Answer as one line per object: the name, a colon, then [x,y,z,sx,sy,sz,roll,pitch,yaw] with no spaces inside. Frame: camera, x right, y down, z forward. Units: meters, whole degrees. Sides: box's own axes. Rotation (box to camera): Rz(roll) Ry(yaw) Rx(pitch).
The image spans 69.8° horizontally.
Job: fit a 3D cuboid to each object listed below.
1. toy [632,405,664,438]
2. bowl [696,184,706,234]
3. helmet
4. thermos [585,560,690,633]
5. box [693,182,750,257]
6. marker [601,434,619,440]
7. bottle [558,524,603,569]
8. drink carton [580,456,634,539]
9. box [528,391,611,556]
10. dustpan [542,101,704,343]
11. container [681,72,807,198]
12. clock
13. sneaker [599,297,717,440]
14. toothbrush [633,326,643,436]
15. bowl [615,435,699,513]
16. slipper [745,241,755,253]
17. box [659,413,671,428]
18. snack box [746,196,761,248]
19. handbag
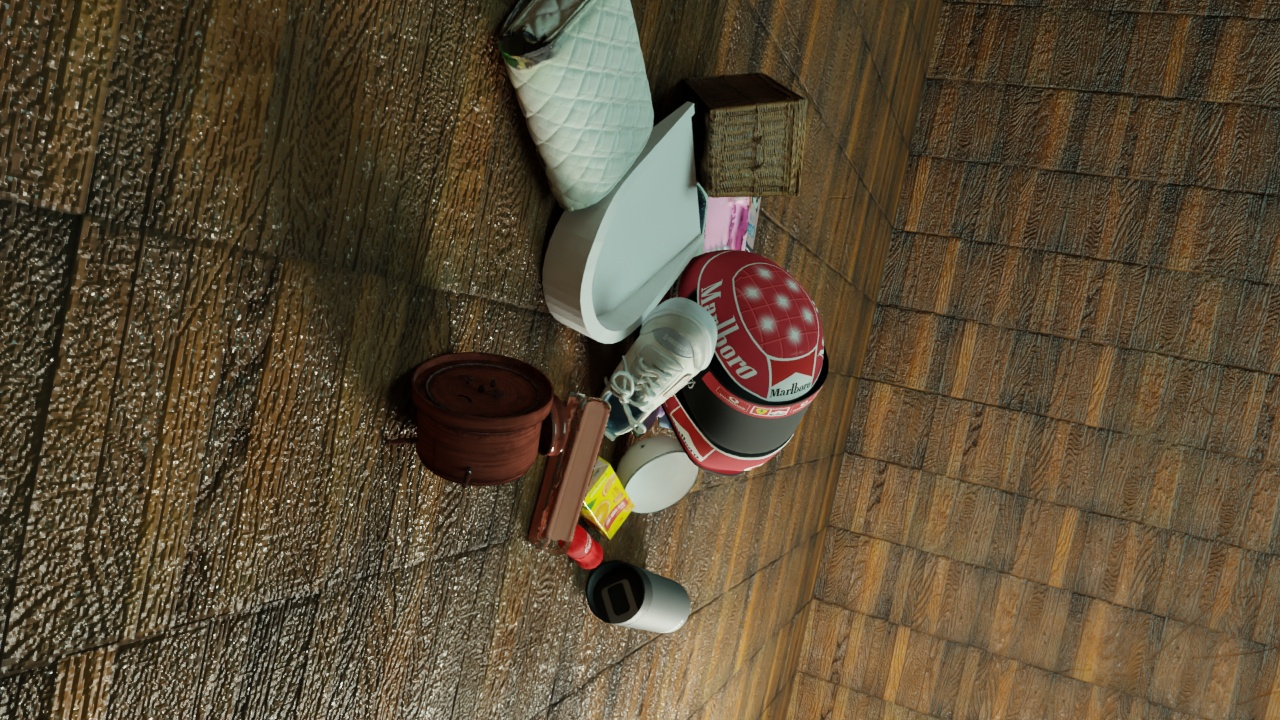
toy: [0.015,0.060,1.253,0.080,0.036,0.099,80,30,-44]
bowl: [0.030,-0.170,1.125,0.110,0.055,0.110,-36,141,-37]
helmet: [0.125,-0.011,1.154,0.197,0.270,0.225,-12,162,-30]
thermos: [0.001,0.342,1.313,0.240,0.082,0.082,47,59,-64]
box: [0.079,-0.145,1.252,0.159,0.035,0.231,-21,130,-33]
marker: [-0.045,0.092,1.151,0.123,0.017,0.021,-23,122,-62]
bottle: [-0.078,0.221,1.115,0.119,0.036,0.036,62,46,-58]
drink carton: [-0.053,0.167,1.130,0.058,0.043,0.135,-52,151,-17]
box: [-0.091,0.127,1.048,0.056,0.064,0.188,21,84,-31]
dustpan: [0.002,-0.132,1.004,0.257,0.053,0.192,-43,144,-30]
container: [0.120,-0.277,1.121,0.198,0.112,0.114,-109,-163,-62]
clock: [-0.128,0.047,0.792,0.157,0.121,0.072,-26,134,-53]
sneaker: [0.011,0.022,1.053,0.090,0.089,0.243,-60,-175,-35]
toothbrush: [-0.007,0.007,1.173,0.017,0.016,0.189,-18,111,-53]
bowl: [0.016,0.145,1.236,0.113,0.063,0.114,-17,136,-18]
slipper: [0.137,-0.118,1.415,0.268,0.083,0.110,44,70,-45]
box: [0.095,0.044,1.414,0.209,0.059,0.068,-36,131,-59]
snack box: [0.162,-0.253,1.417,0.088,0.033,0.154,53,45,-62]
handbag: [-0.060,-0.252,0.859,0.138,0.072,0.195,-56,151,-25]
